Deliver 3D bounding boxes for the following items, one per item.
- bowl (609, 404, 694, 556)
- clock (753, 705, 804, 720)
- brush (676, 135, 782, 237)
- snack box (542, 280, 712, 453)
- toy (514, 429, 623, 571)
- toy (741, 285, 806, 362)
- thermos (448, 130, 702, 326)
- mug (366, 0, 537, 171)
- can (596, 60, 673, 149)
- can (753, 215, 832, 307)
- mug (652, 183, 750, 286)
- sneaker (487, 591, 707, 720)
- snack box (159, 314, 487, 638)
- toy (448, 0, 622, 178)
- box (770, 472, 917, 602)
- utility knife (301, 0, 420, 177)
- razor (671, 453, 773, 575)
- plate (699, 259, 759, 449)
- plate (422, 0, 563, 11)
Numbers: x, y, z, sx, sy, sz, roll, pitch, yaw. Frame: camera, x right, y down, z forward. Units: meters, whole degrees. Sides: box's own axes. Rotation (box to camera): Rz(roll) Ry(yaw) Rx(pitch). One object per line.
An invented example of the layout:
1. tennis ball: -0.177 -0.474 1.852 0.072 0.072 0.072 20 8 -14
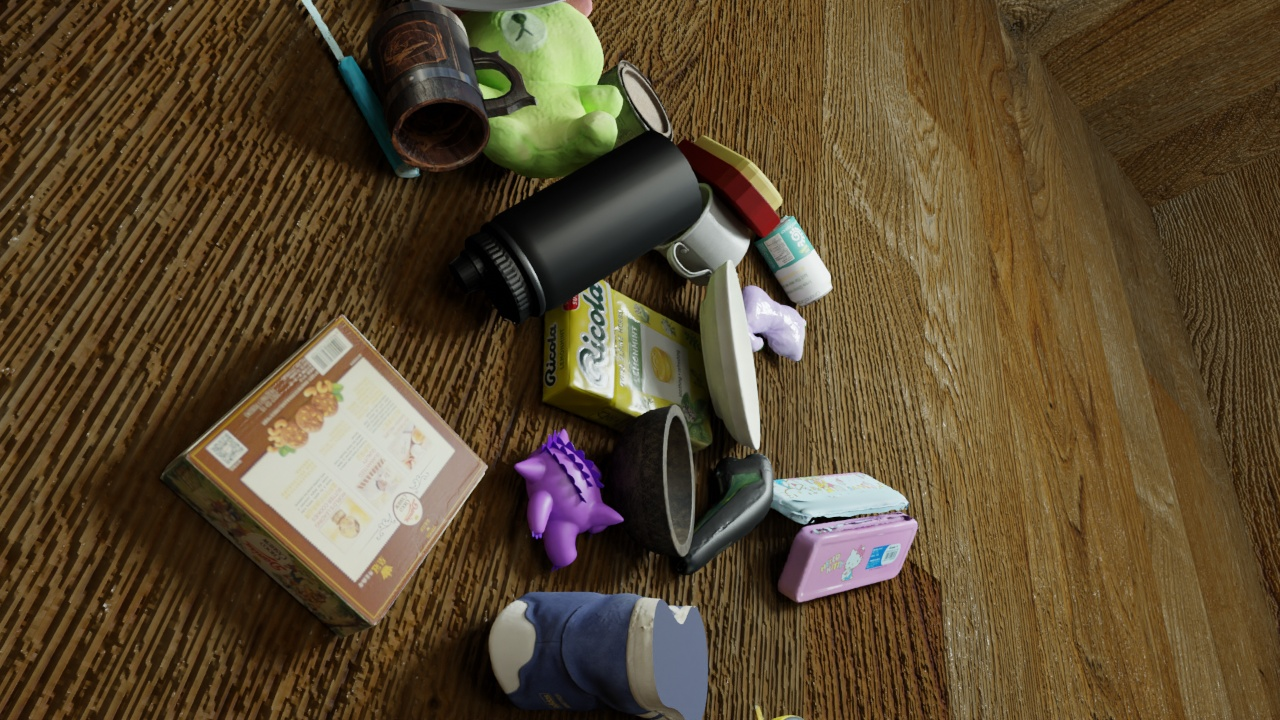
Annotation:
1. bowl: 0.005 0.098 0.744 0.121 0.056 0.121 -4 89 -76
2. clock: 0.117 0.342 0.736 0.083 0.057 0.118 -33 94 -52
3. brush: 0.091 -0.188 0.958 0.082 0.042 0.173 43 5 -32
4. snack box: -0.005 0.005 0.810 0.180 0.045 0.121 25 51 -37
5. toy: -0.055 0.098 0.690 0.088 0.056 0.105 57 31 -2
6. toy: 0.142 -0.036 1.008 0.099 0.037 0.080 31 57 -26
7. thermos: -0.054 -0.101 0.734 0.198 0.086 0.086 -33 95 -18
8. mug: -0.148 -0.218 0.716 0.080 0.116 0.107 76 -5 -60
9. can: -0.022 -0.233 0.893 0.090 0.075 0.089 43 32 -36
10. can: 0.181 -0.117 1.082 0.101 0.055 0.054 56 39 -7
11. mug: 0.057 -0.116 0.920 0.070 0.085 0.113 40 42 -29
12. sneaker: -0.027 0.216 0.654 0.233 0.118 0.091 57 31 -68
13. snack box: -0.186 0.069 0.572 0.147 0.041 0.142 49 40 -16
14. toy: -0.093 -0.241 0.809 0.150 0.107 0.196 -6 54 -5
15. box: 0.193 0.176 0.946 0.213 0.091 0.090 4 108 -47
16. utility knife: -0.222 -0.219 0.724 0.022 0.015 0.167 -34 96 -52
17. razor: 0.071 0.136 0.823 0.067 0.054 0.151 40 45 15
18. plate: 0.084 -0.003 0.877 0.182 0.034 0.182 -8 89 -79
19. plate: -0.133 -0.337 0.810 0.178 0.012 0.178 2 41 -2
